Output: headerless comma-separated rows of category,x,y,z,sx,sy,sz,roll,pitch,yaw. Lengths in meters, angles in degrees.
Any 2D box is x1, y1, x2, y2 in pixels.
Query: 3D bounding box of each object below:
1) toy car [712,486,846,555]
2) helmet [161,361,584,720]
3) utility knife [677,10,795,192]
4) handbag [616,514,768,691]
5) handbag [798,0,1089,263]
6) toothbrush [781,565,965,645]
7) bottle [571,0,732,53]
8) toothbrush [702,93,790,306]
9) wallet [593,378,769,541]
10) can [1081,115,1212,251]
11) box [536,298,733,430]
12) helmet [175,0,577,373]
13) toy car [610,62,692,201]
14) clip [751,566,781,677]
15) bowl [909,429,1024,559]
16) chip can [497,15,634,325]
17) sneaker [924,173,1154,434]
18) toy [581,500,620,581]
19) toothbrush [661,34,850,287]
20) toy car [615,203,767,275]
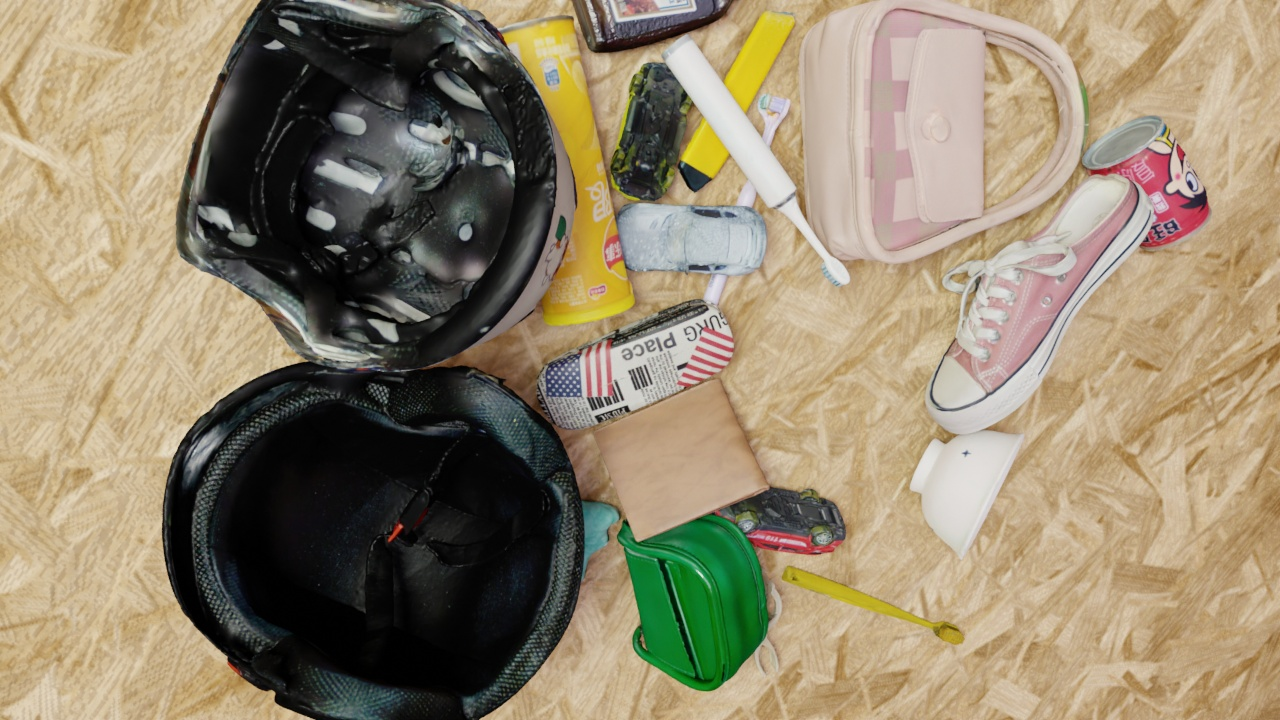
toy car,0.114,0.135,0.775,0.120,0.052,0.045,15,124,-17
helmet,-0.177,0.125,0.633,0.274,0.231,0.233,28,67,-11
utility knife,0.074,-0.202,0.710,0.033,0.015,0.156,28,96,-21
handbag,0.037,0.191,0.750,0.067,0.120,0.131,-28,116,-44
handbag,0.245,-0.180,0.718,0.234,0.093,0.193,-7,105,-15
toothbrush,0.213,0.224,0.832,0.190,0.016,0.016,22,97,-14
bottle,0.045,-0.288,0.671,0.195,0.044,0.080,-20,103,-6
toothbrush,0.078,-0.116,0.729,0.021,0.029,0.189,5,106,-50
wallet,0.031,0.079,0.738,0.115,0.020,0.101,-22,69,-2
can,0.419,-0.145,0.757,0.066,0.066,0.094,-41,106,1
box,-0.004,0.003,0.732,0.164,0.052,0.069,-21,97,0
helmet,-0.151,-0.108,0.600,0.274,0.156,0.230,23,95,18
toy car,0.007,-0.173,0.697,0.048,0.032,0.105,14,88,-18
clip,0.089,0.232,0.805,0.095,0.035,0.102,3,110,-15
bowl,0.271,0.102,0.782,0.065,0.118,0.118,27,99,25
chip can,-0.060,-0.135,0.673,0.072,0.072,0.213,-14,105,-7
sneaker,0.299,-0.053,0.732,0.087,0.118,0.241,28,105,-27
toy,-0.064,0.138,0.758,0.092,0.030,0.096,8,107,-9
toothbrush,0.091,-0.146,0.689,0.026,0.026,0.221,-39,97,-18
toy car,0.037,-0.094,0.709,0.121,0.036,0.054,3,102,6
